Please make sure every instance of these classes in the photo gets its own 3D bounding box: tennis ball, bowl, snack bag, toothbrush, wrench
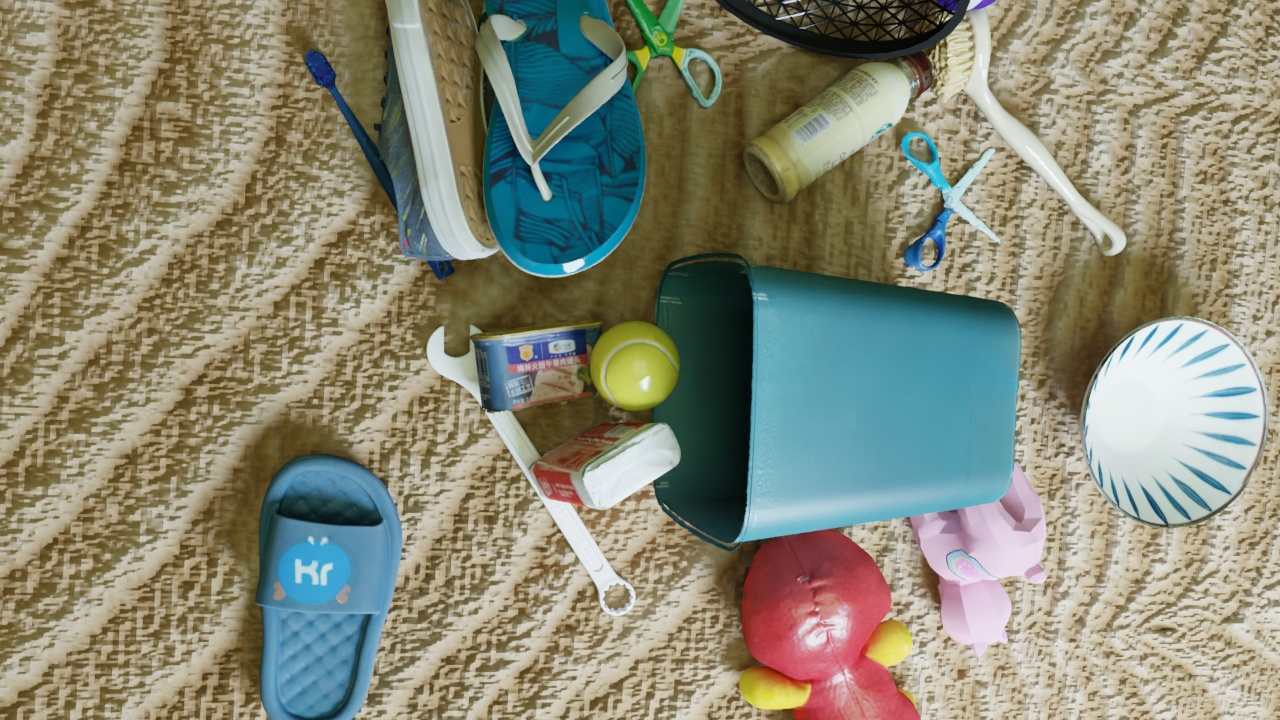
[{"bbox_3d":[-0.004,0.004,0.665,0.065,0.065,0.065,-1,93,-11],"label":"tennis ball"},{"bbox_3d":[0.439,0.051,0.793,0.177,0.071,0.177,-1,94,-10],"label":"bowl"},{"bbox_3d":[-0.028,0.075,0.676,0.076,0.116,0.036,-30,99,-25],"label":"snack bag"},{"bbox_3d":[-0.195,-0.145,0.685,0.016,0.017,0.190,-31,99,-8],"label":"toothbrush"},{"bbox_3d":[-0.082,0.088,0.726,0.047,0.009,0.273,-32,99,-7],"label":"wrench"}]

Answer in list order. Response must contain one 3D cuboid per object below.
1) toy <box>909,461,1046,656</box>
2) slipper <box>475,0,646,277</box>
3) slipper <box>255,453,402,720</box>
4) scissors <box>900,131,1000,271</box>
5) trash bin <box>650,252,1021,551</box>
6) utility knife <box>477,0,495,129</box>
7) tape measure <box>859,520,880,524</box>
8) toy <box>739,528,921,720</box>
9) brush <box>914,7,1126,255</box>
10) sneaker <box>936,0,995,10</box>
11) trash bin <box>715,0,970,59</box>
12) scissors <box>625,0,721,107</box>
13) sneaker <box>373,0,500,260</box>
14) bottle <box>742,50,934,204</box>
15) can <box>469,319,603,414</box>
[{"bbox_3d":[0.278,0.161,0.751,0.067,0.123,0.157,-14,86,-25],"label":"toy"},{"bbox_3d":[-0.059,-0.203,0.646,0.118,0.060,0.294,-5,75,-12],"label":"slipper"},{"bbox_3d":[-0.232,0.176,0.678,0.103,0.059,0.214,4,94,-13],"label":"slipper"},{"bbox_3d":[0.258,-0.134,0.778,0.127,0.014,0.133,35,82,-15],"label":"scissors"},{"bbox_3d":[0.140,0.026,0.682,0.218,0.197,0.199,1,94,-18],"label":"trash bin"},{"bbox_3d":[-0.116,-0.189,0.698,0.028,0.020,0.174,3,92,-13],"label":"utility knife"},{"bbox_3d":[0.156,0.120,0.748,0.062,0.060,0.020,-1,93,-12],"label":"tape measure"},{"bbox_3d":[0.153,0.235,0.740,0.147,0.099,0.216,-25,103,-16],"label":"toy"},{"bbox_3d":[0.323,-0.188,0.769,0.077,0.062,0.272,-41,105,10],"label":"brush"},{"bbox_3d":[0.308,-0.370,0.729,0.111,0.092,0.244,21,79,-13],"label":"sneaker"},{"bbox_3d":[0.165,-0.384,0.653,0.217,0.217,0.243,24,82,-11],"label":"trash bin"},{"bbox_3d":[0.020,-0.248,0.724,0.127,0.011,0.125,25,90,-13],"label":"scissors"},{"bbox_3d":[-0.160,-0.183,0.658,0.079,0.087,0.235,-12,86,23],"label":"sneaker"},{"bbox_3d":[0.160,-0.191,0.731,0.162,0.056,0.056,-36,99,-7],"label":"bottle"},{"bbox_3d":[-0.074,0.003,0.692,0.099,0.054,0.059,-10,97,-26],"label":"can"}]
